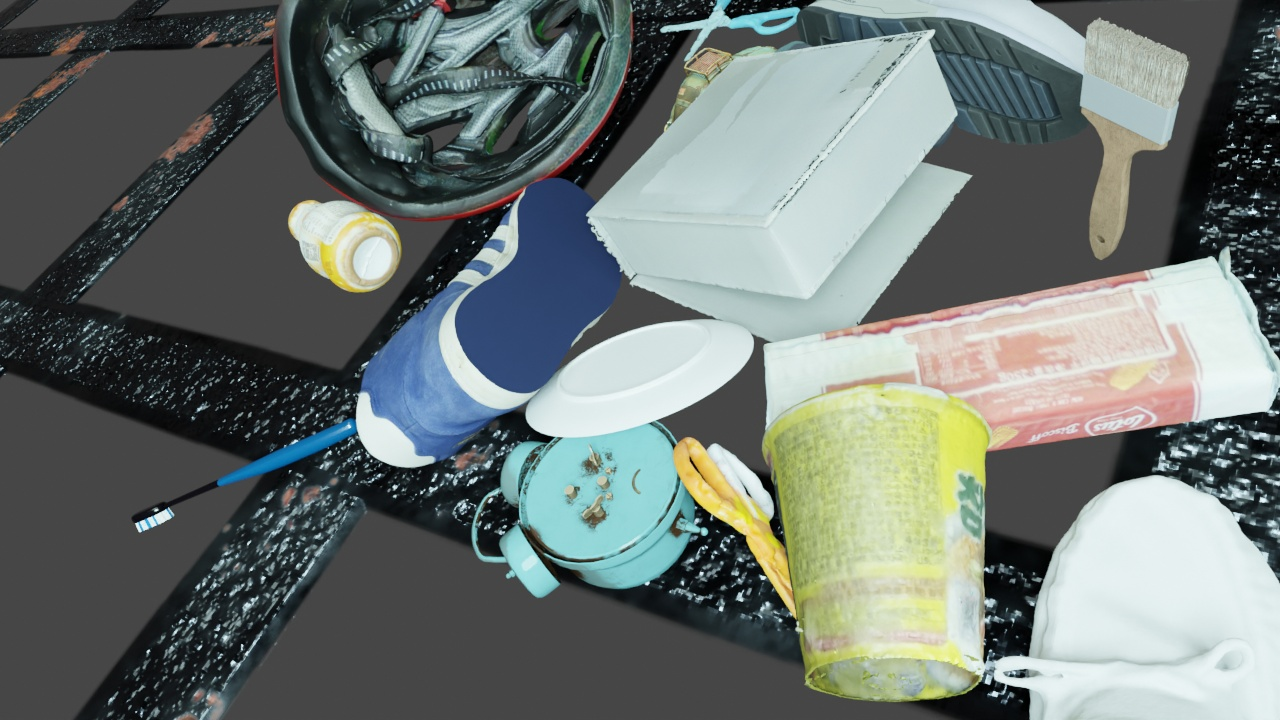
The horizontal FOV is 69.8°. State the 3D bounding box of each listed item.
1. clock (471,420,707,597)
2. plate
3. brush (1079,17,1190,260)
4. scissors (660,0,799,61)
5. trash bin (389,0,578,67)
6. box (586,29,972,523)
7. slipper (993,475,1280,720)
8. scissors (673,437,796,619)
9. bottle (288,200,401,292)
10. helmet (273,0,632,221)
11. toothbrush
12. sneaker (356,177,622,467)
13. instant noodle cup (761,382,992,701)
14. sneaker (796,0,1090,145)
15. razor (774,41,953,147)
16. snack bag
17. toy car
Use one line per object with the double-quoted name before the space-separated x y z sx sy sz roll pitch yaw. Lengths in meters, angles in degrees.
"clock" -0.029 0.077 0.476 0.124 0.053 0.089 -15 46 13
"plate" -0.003 0.003 0.517 0.134 0.011 0.134 -18 21 7
"brush" 0.226 -0.095 0.437 0.008 0.143 0.045 -38 54 -7
"scissors" 0.083 -0.298 0.779 0.135 0.015 0.135 12 64 36
"trash bin" -0.133 -0.342 0.840 0.211 0.131 0.131 -45 47 -13
"box" 0.130 -0.022 0.660 0.172 0.404 0.168 25 66 39
"slipper" 0.176 0.146 0.311 0.112 0.075 0.246 12 54 15
"scissors" 0.062 0.089 0.435 0.013 0.070 0.130 -46 63 21
"bottle" -0.237 -0.096 0.721 0.108 0.063 0.063 29 68 40
"helmet" -0.134 -0.225 0.692 0.272 0.217 0.167 -27 11 4
"toothbrush" -0.266 0.077 0.619 0.168 0.014 0.014 -23 12 2
"sneaker" -0.094 -0.020 0.582 0.119 0.091 0.232 -38 19 30
"instant noodle cup" 0.101 0.079 0.384 0.102 0.102 0.108 -9 55 19
"sneaker" 0.218 -0.227 0.595 0.124 0.089 0.240 -43 43 -9
"razor" 0.144 -0.176 0.617 0.143 0.052 0.047 35 85 38
"snack bag" 0.173 0.006 0.450 0.225 0.041 0.077 -10 49 16
"toy car" 0.061 -0.208 0.684 0.111 0.047 0.047 -40 43 -11
